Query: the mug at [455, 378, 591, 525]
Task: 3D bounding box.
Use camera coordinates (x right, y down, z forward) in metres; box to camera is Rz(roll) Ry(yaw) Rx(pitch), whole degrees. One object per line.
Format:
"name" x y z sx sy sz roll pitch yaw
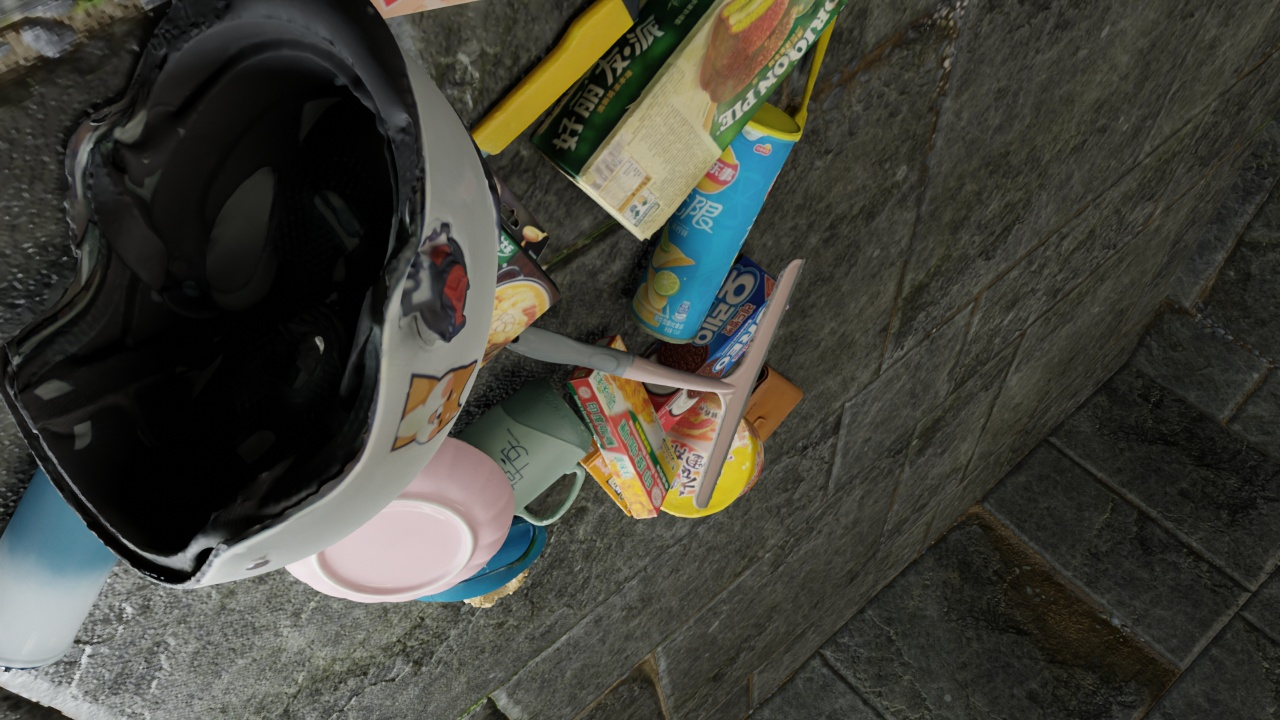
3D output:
"mug" -0.094 0.085 0.796 0.106 0.112 0.082 -39 -170 -7

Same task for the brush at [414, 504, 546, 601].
"brush" -0.154 0.184 0.849 0.143 0.073 0.055 -18 130 -15

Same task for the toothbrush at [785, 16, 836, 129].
"toothbrush" 0.152 -0.277 0.773 0.015 0.016 0.191 -23 141 -35

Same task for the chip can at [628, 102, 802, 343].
"chip can" 0.059 -0.116 0.783 0.071 0.071 0.211 -12 137 -45

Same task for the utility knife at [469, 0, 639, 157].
"utility knife" -0.062 -0.187 0.605 0.170 0.015 0.033 -44 145 -2

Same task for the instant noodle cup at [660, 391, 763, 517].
"instant noodle cup" 0.073 0.104 1.023 0.138 0.138 0.109 -52 158 9

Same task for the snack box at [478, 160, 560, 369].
"snack box" -0.120 -0.059 0.657 0.125 0.053 0.113 -41 151 1

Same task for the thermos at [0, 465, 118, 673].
"thermos" -0.324 0.083 0.542 0.221 0.070 0.070 -54 150 14

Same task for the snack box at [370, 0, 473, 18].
"snack box" -0.117 -0.226 0.475 0.157 0.026 0.085 -27 145 -32

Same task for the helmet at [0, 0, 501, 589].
"helmet" -0.161 -0.030 0.447 0.156 0.230 0.274 18 94 -63

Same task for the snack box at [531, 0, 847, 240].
"snack box" 0.039 -0.210 0.659 0.240 0.063 0.114 -51 151 6

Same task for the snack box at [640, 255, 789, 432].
"snack box" 0.060 -0.012 0.934 0.207 0.058 0.057 -45 153 -2

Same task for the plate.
"plate" -0.192 0.134 0.716 0.192 0.039 0.193 -8 133 -9

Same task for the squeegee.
"squeegee" -0.005 0.004 0.766 0.249 0.040 0.248 13 107 -20

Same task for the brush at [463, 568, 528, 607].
"brush" -0.130 0.152 0.914 0.083 0.046 0.255 -14 133 -38

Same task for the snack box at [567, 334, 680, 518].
"snack box" -0.013 0.062 0.848 0.156 0.027 0.076 65 31 -23

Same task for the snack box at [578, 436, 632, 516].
"snack box" -0.045 0.101 0.916 0.026 0.075 0.154 -42 150 -7

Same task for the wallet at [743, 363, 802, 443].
"wallet" 0.150 0.063 1.171 0.108 0.031 0.131 -52 149 6
